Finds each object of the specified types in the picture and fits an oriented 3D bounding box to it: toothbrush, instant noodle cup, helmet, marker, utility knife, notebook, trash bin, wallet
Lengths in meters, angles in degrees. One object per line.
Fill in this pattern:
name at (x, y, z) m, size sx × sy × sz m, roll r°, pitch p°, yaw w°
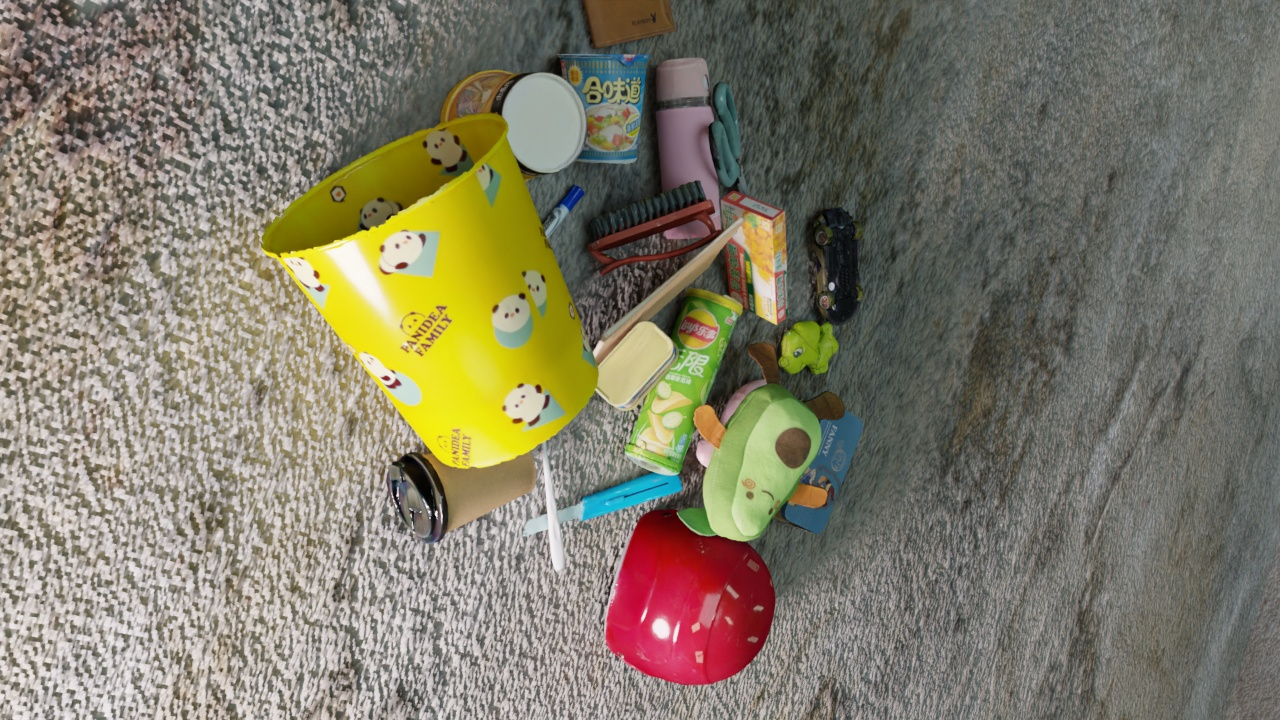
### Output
toothbrush at (-0.099, 0.152, 1.025) m, size 0.016 × 0.016 × 0.180 m, roll -9°, pitch 98°, yaw -25°
instant noodle cup at (-0.039, -0.266, 0.968) m, size 0.099 × 0.099 × 0.110 m, roll -11°, pitch 112°, yaw -33°
helmet at (0.085, 0.301, 1.115) m, size 0.239 × 0.144 × 0.207 m, roll 24°, pitch 82°, yaw -36°
marker at (-0.108, -0.131, 0.983) m, size 0.017 × 0.017 × 0.145 m, roll 46°, pitch 72°, yaw -31°
utility knife at (-0.042, 0.167, 1.078) m, size 0.217 × 0.018 × 0.034 m, roll -14°, pitch 106°, yaw -31°
instant noodle cup at (-0.119, -0.228, 0.900) m, size 0.118 × 0.115 × 0.118 m, roll -7°, pitch 102°, yaw -35°
notebook at (0.022, -0.068, 1.011) m, size 0.207 × 0.148 × 0.008 m, roll -42°, pitch 86°, yaw -20°
trash bin at (-0.171, -0.055, 0.835) m, size 0.229 × 0.230 × 0.255 m, roll -40°, pitch 123°, yaw -24°
wallet at (-0.015, -0.416, 0.996) m, size 0.118 × 0.035 × 0.131 m, roll -22°, pitch 110°, yaw -24°

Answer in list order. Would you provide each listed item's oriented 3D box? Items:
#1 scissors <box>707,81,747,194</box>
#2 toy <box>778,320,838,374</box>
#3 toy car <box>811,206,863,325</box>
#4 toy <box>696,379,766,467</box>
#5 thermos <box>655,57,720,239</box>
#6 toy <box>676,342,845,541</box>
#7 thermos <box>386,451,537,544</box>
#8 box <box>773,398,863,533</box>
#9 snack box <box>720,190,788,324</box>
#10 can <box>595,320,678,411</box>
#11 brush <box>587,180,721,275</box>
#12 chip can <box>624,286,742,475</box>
scissors at (0.104, -0.227, 1.067) m, size 0.180 × 0.019 × 0.143 m, roll 68°, pitch 27°, yaw -50°
toy at (0.224, -0.019, 1.225) m, size 0.100 × 0.031 × 0.096 m, roll 40°, pitch 75°, yaw -37°
toy car at (0.261, -0.125, 1.226) m, size 0.070 × 0.042 × 0.158 m, roll -13°, pitch 104°, yaw -33°
toy at (0.137, 0.098, 1.168) m, size 0.159 × 0.054 × 0.121 m, roll -35°, pitch 108°, yaw -27°
thermos at (0.057, -0.243, 1.057) m, size 0.087 × 0.067 × 0.199 m, roll -28°, pitch 115°, yaw -63°
toy at (0.149, 0.109, 1.096) m, size 0.227 × 0.090 × 0.246 m, roll 35°, pitch 72°, yaw -21°
thermos at (-0.181, 0.126, 0.935) m, size 0.143 × 0.093 × 0.093 m, roll -16°, pitch 106°, yaw -40°
box at (0.232, 0.136, 1.238) m, size 0.089 × 0.061 × 0.184 m, roll 26°, pitch 84°, yaw -36°
snack box at (0.137, -0.120, 1.087) m, size 0.027 × 0.077 × 0.156 m, roll -38°, pitch 140°, yaw -26°
can at (-0.006, 0.006, 1.016) m, size 0.057 × 0.083 × 0.102 m, roll 42°, pitch 90°, yaw 6°
brush at (0.012, -0.142, 1.006) m, size 0.146 × 0.063 × 0.069 m, roll -18°, pitch 90°, yaw 8°
chip can at (0.050, 0.026, 1.085) m, size 0.072 × 0.073 × 0.221 m, roll 26°, pitch 82°, yaw -35°
